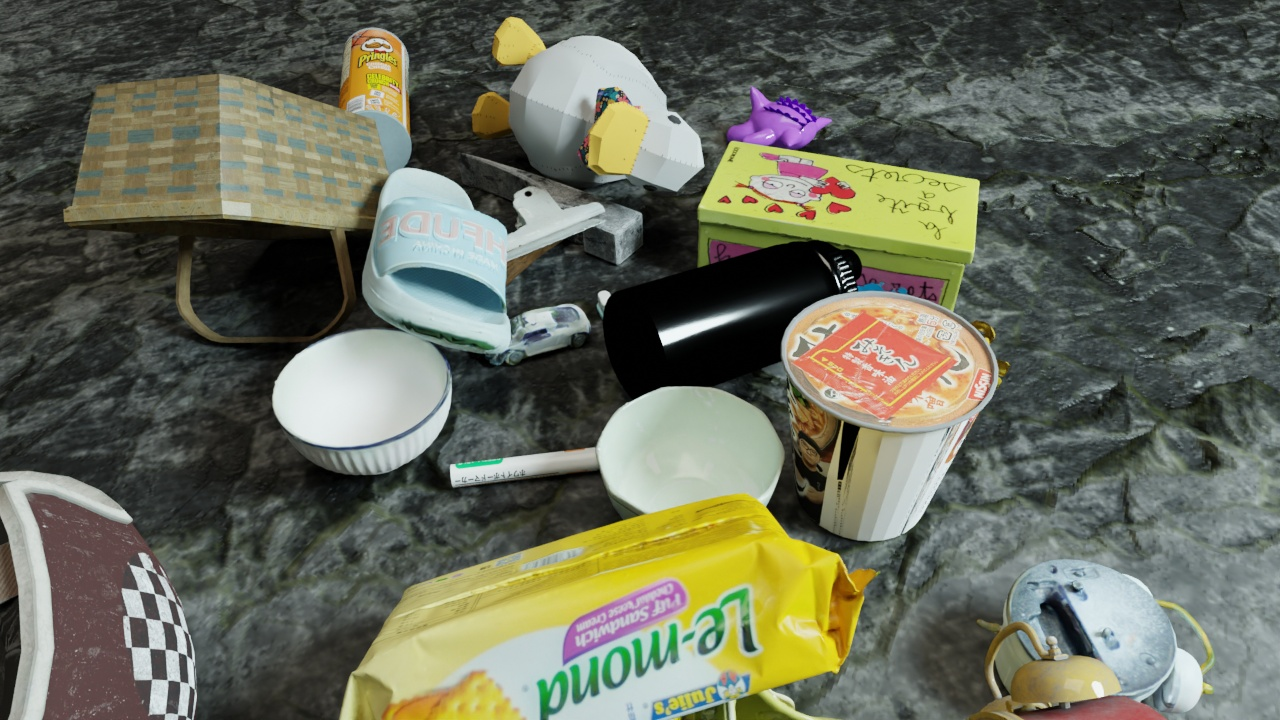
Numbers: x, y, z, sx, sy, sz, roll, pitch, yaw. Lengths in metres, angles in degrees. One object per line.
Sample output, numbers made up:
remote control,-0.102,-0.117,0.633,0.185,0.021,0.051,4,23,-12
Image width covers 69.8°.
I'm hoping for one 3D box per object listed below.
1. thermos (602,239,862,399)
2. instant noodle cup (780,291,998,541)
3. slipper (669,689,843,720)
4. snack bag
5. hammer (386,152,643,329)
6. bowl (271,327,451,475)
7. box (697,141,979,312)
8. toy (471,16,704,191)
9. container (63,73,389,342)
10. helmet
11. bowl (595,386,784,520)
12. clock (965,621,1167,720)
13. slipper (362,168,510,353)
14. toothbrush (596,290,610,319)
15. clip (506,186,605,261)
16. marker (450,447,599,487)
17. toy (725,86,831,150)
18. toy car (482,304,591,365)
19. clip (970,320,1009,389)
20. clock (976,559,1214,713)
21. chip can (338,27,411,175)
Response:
thermos,0.079,-0.035,0.686,0.198,0.086,0.086,-19,44,-27
instant noodle cup,0.146,0.042,0.576,0.123,0.122,0.123,-1,42,1
slipper,0.041,0.196,0.441,0.190,0.082,0.091,6,45,5
snack bag,-0.021,0.126,0.452,0.247,0.068,0.159,-16,-1,-3
hammer,-0.169,-0.078,0.791,0.218,0.037,0.299,24,49,27
bowl,-0.188,0.038,0.639,0.118,0.062,0.117,1,43,-1
box,0.168,-0.113,0.783,0.221,0.082,0.124,12,43,17
toy,-0.034,-0.223,0.860,0.268,0.141,0.246,30,20,28
container,-0.303,-0.108,0.731,0.158,0.186,0.249,0,5,14
helmet,-0.320,0.145,0.379,0.233,0.254,0.233,-25,71,-17
bowl,0.031,0.076,0.589,0.117,0.061,0.117,-1,42,1
clock,0.199,0.194,0.407,0.081,0.117,0.158,-6,49,-10
slipper,-0.154,-0.093,0.702,0.104,0.074,0.245,13,32,-26
toothbrush,-0.004,0.004,0.707,0.016,0.017,0.180,-12,44,-13
clip,-0.086,-0.125,0.783,0.101,0.046,0.056,-26,60,-24
marker,-0.057,0.071,0.632,0.145,0.017,0.017,-6,42,-5
toy,0.144,-0.246,0.950,0.088,0.056,0.105,31,51,34
toy car,-0.084,-0.023,0.731,0.089,0.027,0.038,-16,46,-15
clip,0.248,-0.004,0.685,0.054,0.049,0.044,25,83,26
clock,0.250,0.153,0.497,0.117,0.057,0.083,-5,41,-4
chip can,-0.289,-0.284,0.997,0.075,0.075,0.214,-9,42,-8
